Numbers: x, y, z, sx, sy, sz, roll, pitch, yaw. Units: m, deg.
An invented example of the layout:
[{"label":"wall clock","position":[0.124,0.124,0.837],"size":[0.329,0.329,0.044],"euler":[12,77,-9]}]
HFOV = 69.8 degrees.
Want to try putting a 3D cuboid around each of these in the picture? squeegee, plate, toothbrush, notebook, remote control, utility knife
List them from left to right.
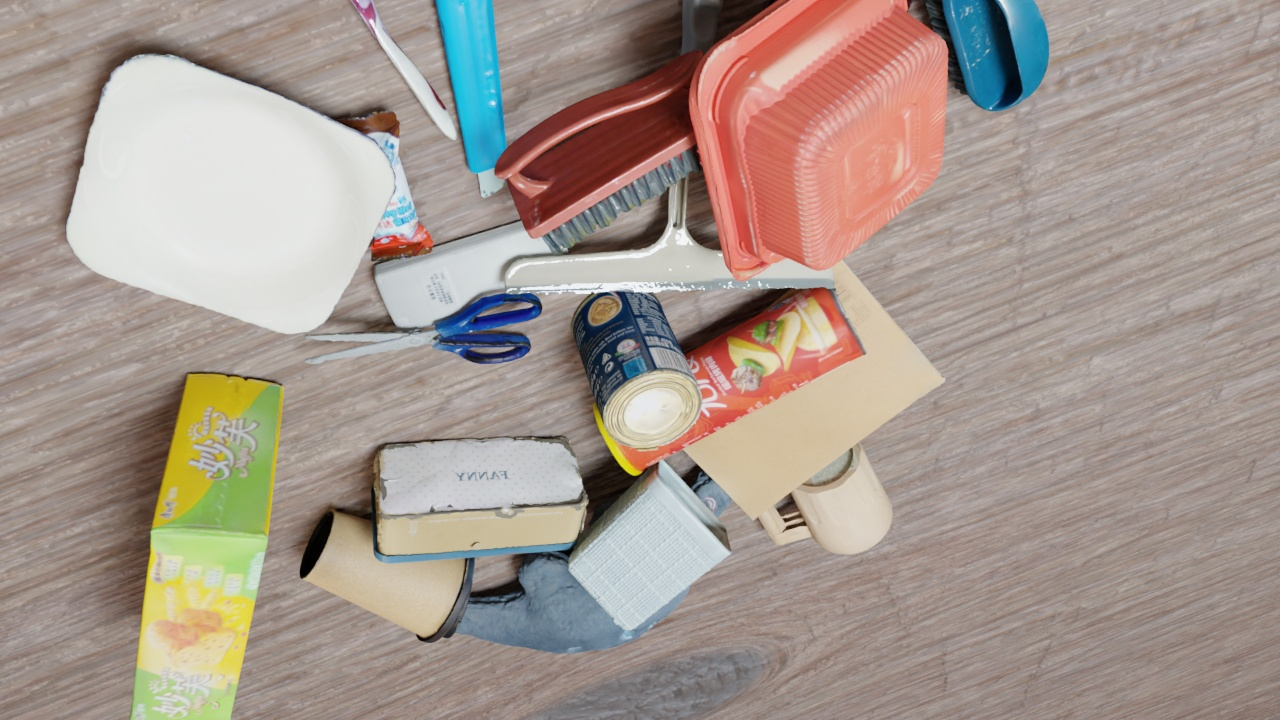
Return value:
[{"label":"plate","position":[-0.250,-0.100,0.566],"size":[0.164,0.034,0.164],"euler":[20,124,-29]},{"label":"toothbrush","position":[-0.155,-0.204,0.530],"size":[0.017,0.016,0.187],"euler":[-34,131,-2]},{"label":"utility knife","position":[-0.103,-0.173,0.571],"size":[0.034,0.018,0.167],"euler":[-6,132,-5]},{"label":"remote control","position":[-0.117,-0.062,0.657],"size":[0.135,0.019,0.056],"euler":[-18,132,-4]},{"label":"squeegee","position":[0.032,-0.162,0.613],"size":[0.246,0.039,0.247],"euler":[-2,123,-12]},{"label":"notebook","position":[0.130,0.028,0.787],"size":[0.212,0.012,0.149],"euler":[-40,106,16]}]

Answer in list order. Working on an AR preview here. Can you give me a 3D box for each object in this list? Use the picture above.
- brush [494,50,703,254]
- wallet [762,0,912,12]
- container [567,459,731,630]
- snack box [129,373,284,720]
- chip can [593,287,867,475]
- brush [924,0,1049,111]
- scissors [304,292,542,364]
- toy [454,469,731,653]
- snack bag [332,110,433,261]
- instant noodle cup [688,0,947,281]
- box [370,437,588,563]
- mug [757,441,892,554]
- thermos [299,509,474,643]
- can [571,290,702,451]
[{"label":"brush","position":[-0.014,-0.131,0.559],"size":[0.146,0.063,0.069],"euler":[-29,138,5]},{"label":"wallet","position":[0.143,-0.263,0.578],"size":[0.096,0.020,0.123],"euler":[10,126,-19]},{"label":"container","position":[0.005,0.156,0.778],"size":[0.111,0.090,0.090],"euler":[-42,91,5]},{"label":"snack box","position":[-0.314,0.138,0.666],"size":[0.070,0.157,0.211],"euler":[10,125,-24]},{"label":"chip can","position":[0.070,0.015,0.739],"size":[0.217,0.073,0.073],"euler":[-28,132,13]},{"label":"brush","position":[0.232,-0.217,0.601],"size":[0.055,0.073,0.144],"euler":[-42,140,3]},{"label":"scissors","position":[-0.148,-0.021,0.659],"size":[0.147,0.012,0.169],"euler":[-35,149,29]},{"label":"toy","position":[-0.028,0.201,0.872],"size":[0.356,0.091,0.138],"euler":[-32,104,8]},{"label":"snack bag","position":[-0.166,-0.111,0.595],"size":[0.045,0.026,0.105],"euler":[-5,129,3]},{"label":"instant noodle cup","position":[0.118,-0.137,0.556],"size":[0.164,0.079,0.189],"euler":[-39,144,-11]},{"label":"box","position":[-0.139,0.112,0.752],"size":[0.184,0.089,0.059],"euler":[-1,129,-15]},{"label":"mug","position":[0.167,0.128,0.879],"size":[0.125,0.084,0.103],"euler":[-18,132,17]},{"label":"thermos","position":[-0.213,0.183,0.790],"size":[0.143,0.093,0.093],"euler":[28,116,-26]},{"label":"can","position":[-0.004,0.004,0.690],"size":[0.075,0.111,0.075],"euler":[-10,131,-11]}]
